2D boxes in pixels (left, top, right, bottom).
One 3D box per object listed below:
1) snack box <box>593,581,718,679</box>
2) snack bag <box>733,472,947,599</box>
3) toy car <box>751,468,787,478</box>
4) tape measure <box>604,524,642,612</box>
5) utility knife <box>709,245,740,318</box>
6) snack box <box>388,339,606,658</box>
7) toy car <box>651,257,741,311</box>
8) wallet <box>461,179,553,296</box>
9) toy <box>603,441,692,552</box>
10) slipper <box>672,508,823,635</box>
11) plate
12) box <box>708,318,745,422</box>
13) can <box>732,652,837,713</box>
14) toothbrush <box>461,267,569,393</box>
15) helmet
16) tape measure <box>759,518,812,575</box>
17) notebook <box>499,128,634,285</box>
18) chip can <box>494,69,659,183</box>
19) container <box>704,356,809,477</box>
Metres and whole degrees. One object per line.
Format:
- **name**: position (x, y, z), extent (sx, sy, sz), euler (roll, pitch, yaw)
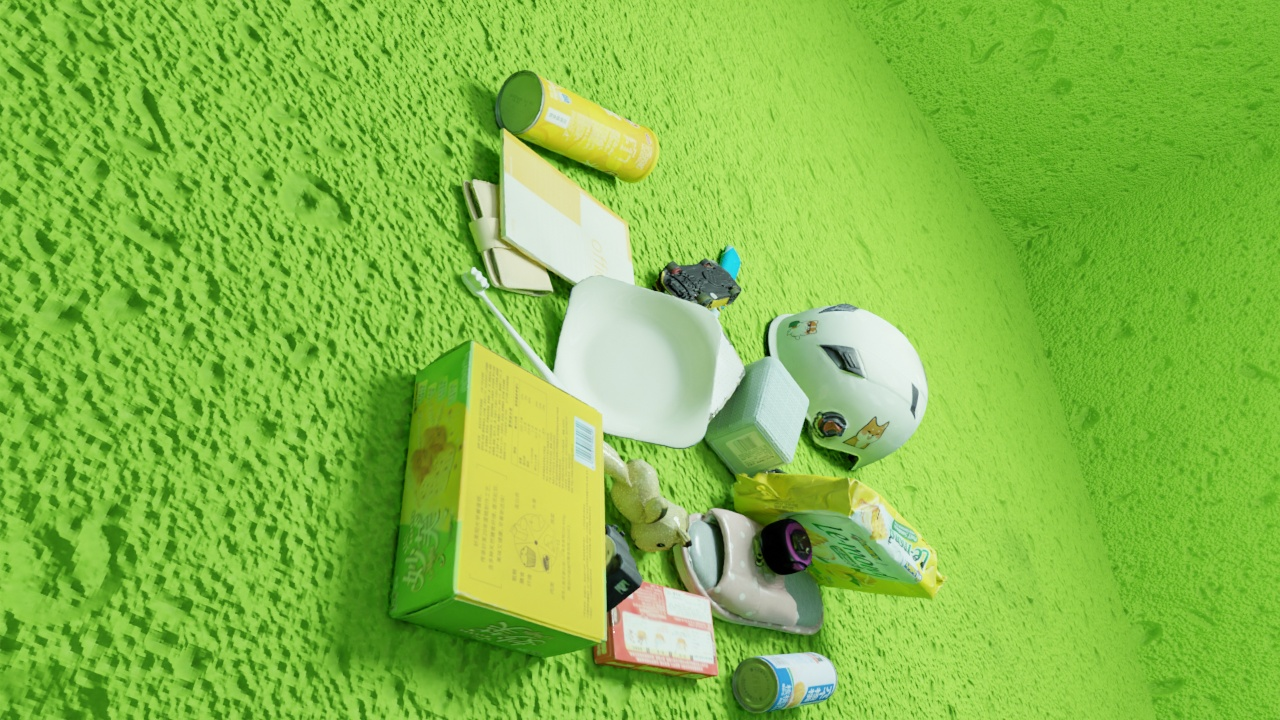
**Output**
- **snack box**: position (0.014, 0.244, 0.836), extent (0.152, 0.026, 0.075), euler (27, 47, -44)
- **snack bag**: position (0.227, 0.194, 1.048), extent (0.246, 0.158, 0.068), euler (42, 57, -36)
- **toy car**: position (0.165, 0.155, 1.116), extent (0.091, 0.036, 0.043), euler (35, 42, -39)
- **tape measure**: position (-0.036, 0.179, 0.770), extent (0.033, 0.066, 0.065), euler (49, 7, -28)
- **utility knife**: position (0.107, -0.092, 1.228), extent (0.034, 0.018, 0.217), euler (53, 31, -21)
- **snack box**: position (-0.103, 0.110, 0.716), extent (0.157, 0.070, 0.209), euler (32, 43, -41)
- **toy car**: position (0.075, -0.090, 1.148), extent (0.071, 0.041, 0.155), euler (47, 30, 15)
- **wallet**: position (-0.131, -0.120, 0.892), extent (0.087, 0.024, 0.115), euler (0, 69, -55)
- **toy**: position (-0.013, 0.122, 0.861), extent (0.157, 0.066, 0.105), euler (46, -7, -20)
- **slipper**: position (0.132, 0.233, 0.992), extent (0.274, 0.055, 0.114), euler (33, 43, -41)
- **plate**: position (-0.005, 0.005, 0.917), extent (0.163, 0.034, 0.164), euler (16, 65, -10)
- **box**: position (0.058, 0.016, 1.039), extent (0.090, 0.062, 0.183), euler (61, 29, -6)
- **can**: position (0.152, 0.332, 0.950), extent (0.134, 0.053, 0.053), euler (19, 53, -50)
- **toothbrush**: position (-0.103, -0.011, 0.844), extent (0.180, 0.016, 0.016), euler (52, 34, -9)
- **helmet**: position (0.321, 0.020, 1.332), extent (0.274, 0.157, 0.229), euler (44, 36, -30)
- **tape measure**: position (0.155, 0.195, 0.962), extent (0.057, 0.039, 0.057), euler (8, 60, -51)
- **notebook**: position (-0.073, -0.137, 0.968), extent (0.206, 0.010, 0.145), euler (32, 42, -44)
- **chip can**: position (-0.066, -0.261, 1.045), extent (0.213, 0.072, 0.072), euler (7, 62, -54)
- **container**: position (0.137, 0.072, 1.088), extent (0.090, 0.090, 0.111), euler (50, 37, -22)
